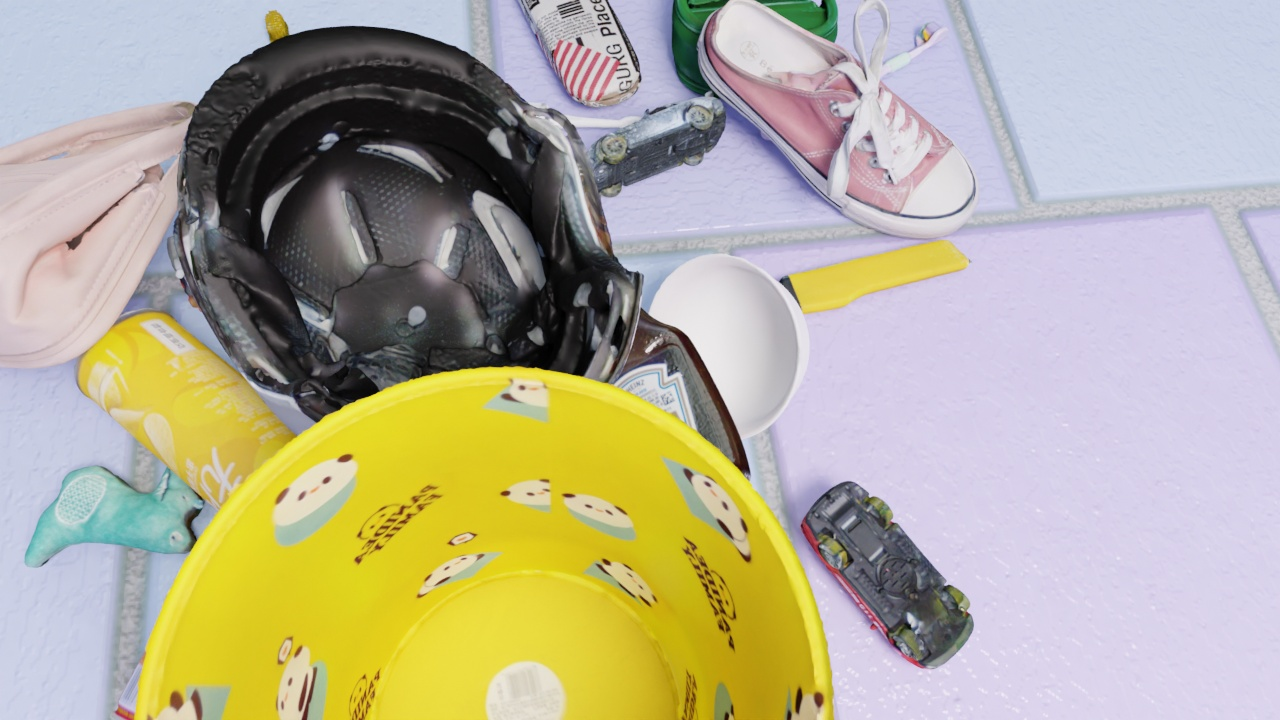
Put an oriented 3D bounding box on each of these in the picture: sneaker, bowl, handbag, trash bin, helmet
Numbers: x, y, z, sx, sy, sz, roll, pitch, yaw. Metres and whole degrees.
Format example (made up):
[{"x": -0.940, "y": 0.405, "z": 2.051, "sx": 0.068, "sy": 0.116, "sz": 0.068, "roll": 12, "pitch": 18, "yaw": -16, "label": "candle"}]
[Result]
[{"x": 0.147, "y": -0.171, "z": 0.643, "sx": 0.241, "sy": 0.088, "sz": 0.118, "roll": 36, "pitch": 85, "yaw": -8, "label": "sneaker"}, {"x": 0.068, "y": -0.010, "z": 0.600, "sx": 0.064, "sy": 0.119, "sz": 0.118, "roll": -8, "pitch": 59, "yaw": -51, "label": "bowl"}, {"x": 0.089, "y": -0.272, "z": 0.731, "sx": 0.131, "sy": 0.068, "sz": 0.120, "roll": 1, "pitch": 58, "yaw": -2, "label": "handbag"}, {"x": -0.056, "y": 0.159, "z": 0.417, "sx": 0.229, "sy": 0.256, "sz": 0.229, "roll": 1, "pitch": 65, "yaw": -3, "label": "trash bin"}, {"x": -0.132, "y": -0.042, "z": 0.535, "sx": 0.229, "sy": 0.157, "sz": 0.274, "roll": -27, "pitch": 71, "yaw": -26, "label": "helmet"}, {"x": -0.370, "y": -0.104, "z": 0.591, "sx": 0.194, "sy": 0.093, "sz": 0.233, "roll": 3, "pitch": 46, "yaw": 28, "label": "handbag"}]

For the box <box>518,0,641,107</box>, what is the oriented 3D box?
[{"x": -0.051, "y": -0.263, "z": 0.730, "sx": 0.068, "sy": 0.052, "sz": 0.164, "roll": -12, "pitch": 64, "yaw": -23, "label": "box"}]

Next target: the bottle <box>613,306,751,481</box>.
[{"x": -0.003, "y": 0.003, "z": 0.580, "sx": 0.080, "sy": 0.044, "sz": 0.194, "roll": -30, "pitch": 74, "yaw": 10, "label": "bottle"}]

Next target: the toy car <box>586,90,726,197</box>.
[{"x": 0.008, "y": -0.160, "z": 0.677, "sx": 0.120, "sy": 0.054, "sz": 0.036, "roll": -27, "pitch": 73, "yaw": -14, "label": "toy car"}]

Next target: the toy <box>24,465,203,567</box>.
[{"x": -0.309, "y": 0.088, "z": 0.559, "sx": 0.092, "sy": 0.030, "sz": 0.096, "roll": 13, "pitch": 58, "yaw": -3, "label": "toy"}]

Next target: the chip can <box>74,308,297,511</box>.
[{"x": -0.234, "y": 0.053, "z": 0.540, "sx": 0.213, "sy": 0.072, "sz": 0.072, "roll": 35, "pitch": 68, "yaw": 15, "label": "chip can"}]

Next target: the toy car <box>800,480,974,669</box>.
[{"x": 0.149, "y": 0.130, "z": 0.560, "sx": 0.052, "sy": 0.045, "sz": 0.120, "roll": -36, "pitch": 79, "yaw": -16, "label": "toy car"}]

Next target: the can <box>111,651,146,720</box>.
[{"x": -0.235, "y": 0.162, "z": 0.508, "sx": 0.066, "sy": 0.067, "sz": 0.093, "roll": 18, "pitch": 65, "yaw": 4, "label": "can"}]

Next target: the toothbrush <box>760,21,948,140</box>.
[{"x": 0.171, "y": -0.224, "z": 0.736, "sx": 0.189, "sy": 0.029, "sz": 0.021, "roll": -33, "pitch": 109, "yaw": -16, "label": "toothbrush"}]

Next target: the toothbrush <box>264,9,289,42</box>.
[{"x": -0.266, "y": -0.190, "z": 0.692, "sx": 0.015, "sy": 0.017, "sz": 0.190, "roll": -13, "pitch": 67, "yaw": -9, "label": "toothbrush"}]

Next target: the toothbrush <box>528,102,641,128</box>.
[{"x": -0.101, "y": -0.184, "z": 0.695, "sx": 0.221, "sy": 0.027, "sz": 0.026, "roll": 2, "pitch": 27, "yaw": -3, "label": "toothbrush"}]

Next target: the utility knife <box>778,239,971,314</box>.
[{"x": 0.167, "y": -0.060, "z": 0.664, "sx": 0.156, "sy": 0.015, "sz": 0.033, "roll": -13, "pitch": 73, "yaw": -11, "label": "utility knife"}]
